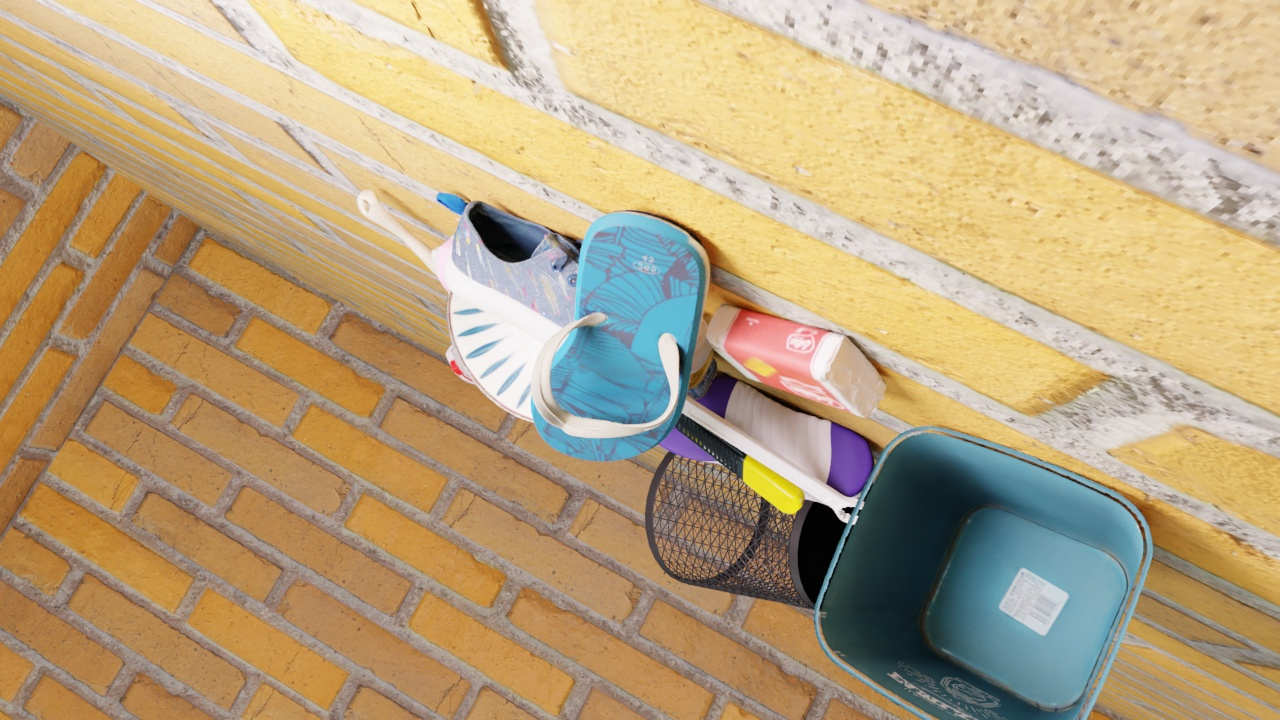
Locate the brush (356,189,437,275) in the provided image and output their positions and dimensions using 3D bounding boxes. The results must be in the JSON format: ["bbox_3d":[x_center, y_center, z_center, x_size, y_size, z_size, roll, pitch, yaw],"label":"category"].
[{"bbox_3d":[-0.215,-0.093,1.018,0.062,0.077,0.272,-4,142,34],"label":"brush"}]

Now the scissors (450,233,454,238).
[{"bbox_3d":[-0.161,-0.103,0.996,0.126,0.011,0.131,19,165,40],"label":"scissors"}]

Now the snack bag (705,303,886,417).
[{"bbox_3d":[0.110,-0.001,0.659,0.116,0.036,0.077,20,167,45],"label":"snack bag"}]

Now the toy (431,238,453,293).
[{"bbox_3d":[-0.152,-0.066,0.948,0.123,0.067,0.158,23,159,7],"label":"toy"}]

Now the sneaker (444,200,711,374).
[{"bbox_3d":[-0.052,-0.058,0.731,0.235,0.087,0.079,23,138,12],"label":"sneaker"}]

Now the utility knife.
[{"bbox_3d":[0.070,0.078,0.872,0.203,0.020,0.029,37,131,1],"label":"utility knife"}]

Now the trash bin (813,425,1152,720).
[{"bbox_3d":[0.285,0.186,0.730,0.197,0.199,0.218,23,176,35],"label":"trash bin"}]

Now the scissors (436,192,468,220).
[{"bbox_3d":[-0.136,-0.121,0.828,0.127,0.014,0.133,25,176,46],"label":"scissors"}]

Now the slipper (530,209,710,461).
[{"bbox_3d":[-0.019,0.011,0.666,0.118,0.060,0.296,16,143,-2],"label":"slipper"}]

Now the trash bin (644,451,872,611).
[{"bbox_3d":[0.166,0.207,1.167,0.217,0.216,0.244,34,163,-33],"label":"trash bin"}]

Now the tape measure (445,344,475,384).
[{"bbox_3d":[-0.159,-0.005,0.925,0.062,0.060,0.020,37,151,-19],"label":"tape measure"}]

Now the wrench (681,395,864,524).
[{"bbox_3d":[0.098,0.076,0.831,0.273,0.009,0.047,33,137,-12],"label":"wrench"}]

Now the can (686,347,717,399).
[{"bbox_3d":[0.021,-0.006,0.853,0.100,0.054,0.059,27,173,15],"label":"can"}]

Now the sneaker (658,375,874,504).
[{"bbox_3d":[0.126,0.087,0.951,0.244,0.091,0.111,18,169,24],"label":"sneaker"}]

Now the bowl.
[{"bbox_3d":[-0.093,-0.032,0.871,0.177,0.070,0.177,15,123,25],"label":"bowl"}]
